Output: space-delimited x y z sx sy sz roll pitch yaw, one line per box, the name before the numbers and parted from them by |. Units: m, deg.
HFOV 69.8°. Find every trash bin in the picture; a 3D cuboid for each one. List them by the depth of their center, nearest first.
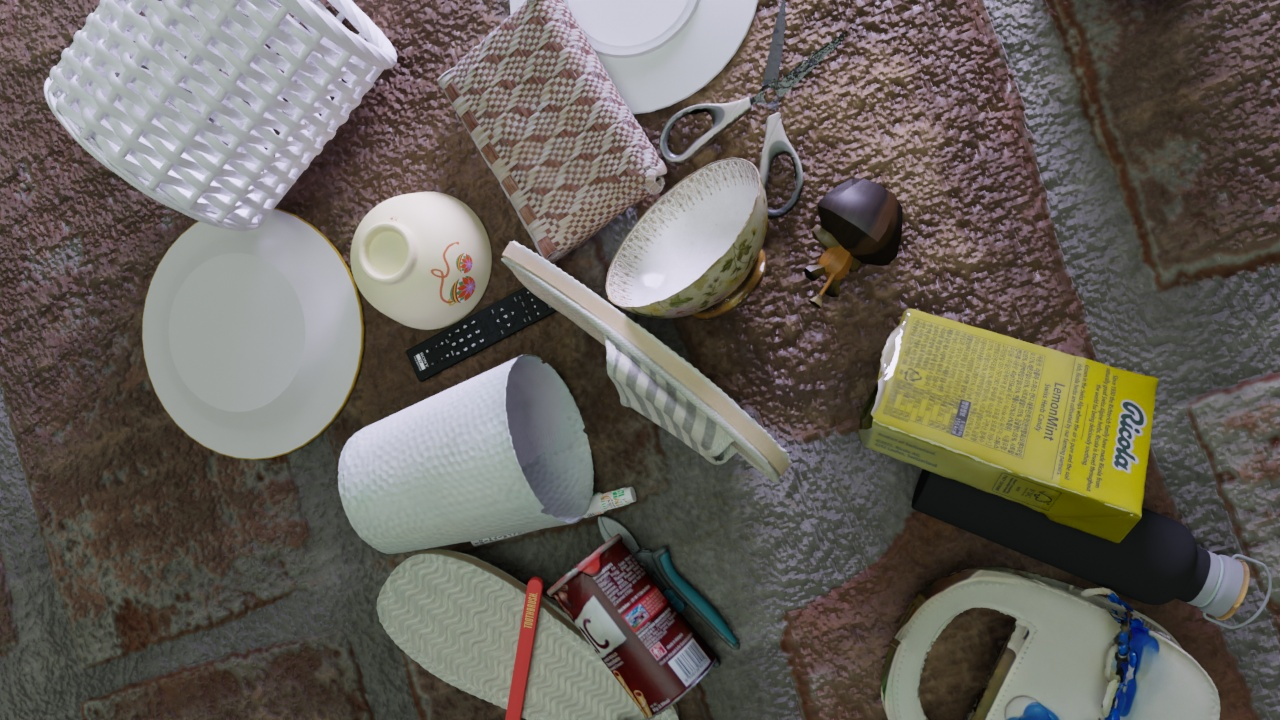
trash bin | -0.138 0.082 0.719 0.161 0.133 0.133 -18 87 19

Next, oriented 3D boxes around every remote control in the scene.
remote control | -0.134 -0.025 0.771 0.140 0.009 0.030 -26 85 13

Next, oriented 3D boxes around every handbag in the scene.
handbag | 0.271 0.241 0.638 0.200 0.093 0.201 23 98 19
handbag | -0.069 -0.184 0.732 0.124 0.047 0.186 -33 85 22

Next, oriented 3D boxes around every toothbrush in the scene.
toothbrush | -0.099 0.270 0.716 0.012 0.018 0.213 11 101 4

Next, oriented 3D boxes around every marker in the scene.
marker | -0.073 0.128 0.756 0.146 0.017 0.017 -17 87 14

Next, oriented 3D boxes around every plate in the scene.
plate | -0.009 -0.302 0.731 0.209 0.015 0.208 0 91 14
plate | -0.355 -0.025 0.821 0.230 0.021 0.230 0 91 14

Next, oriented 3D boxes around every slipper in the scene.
slipper | -0.004 0.004 0.691 0.272 0.114 0.054 40 82 10
slipper | -0.089 0.242 0.747 0.263 0.052 0.115 31 102 1

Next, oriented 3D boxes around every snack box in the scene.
snack box | 0.249 0.038 0.629 0.181 0.045 0.121 19 54 14
snack box | -0.007 0.201 0.696 0.072 0.072 0.121 -41 81 11

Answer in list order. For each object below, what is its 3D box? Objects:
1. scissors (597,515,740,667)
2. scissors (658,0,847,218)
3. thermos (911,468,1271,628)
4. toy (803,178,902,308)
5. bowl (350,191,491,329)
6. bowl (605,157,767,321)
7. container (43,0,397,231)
scissors | 0.024 0.177 0.732 0.139 0.019 0.136 -6 88 16
scissors | 0.091 -0.188 0.709 0.171 0.012 0.157 -17 89 15
thermos | 0.311 0.120 0.636 0.231 0.061 0.061 22 96 13
toy | 0.151 -0.083 0.673 0.076 0.063 0.100 36 84 -25
bowl | -0.191 -0.085 0.751 0.118 0.074 0.118 0 91 14
bowl | 0.048 -0.077 0.681 0.145 0.145 0.063 -42 120 11
container | -0.325 -0.232 0.724 0.189 0.189 0.187 45 102 9
